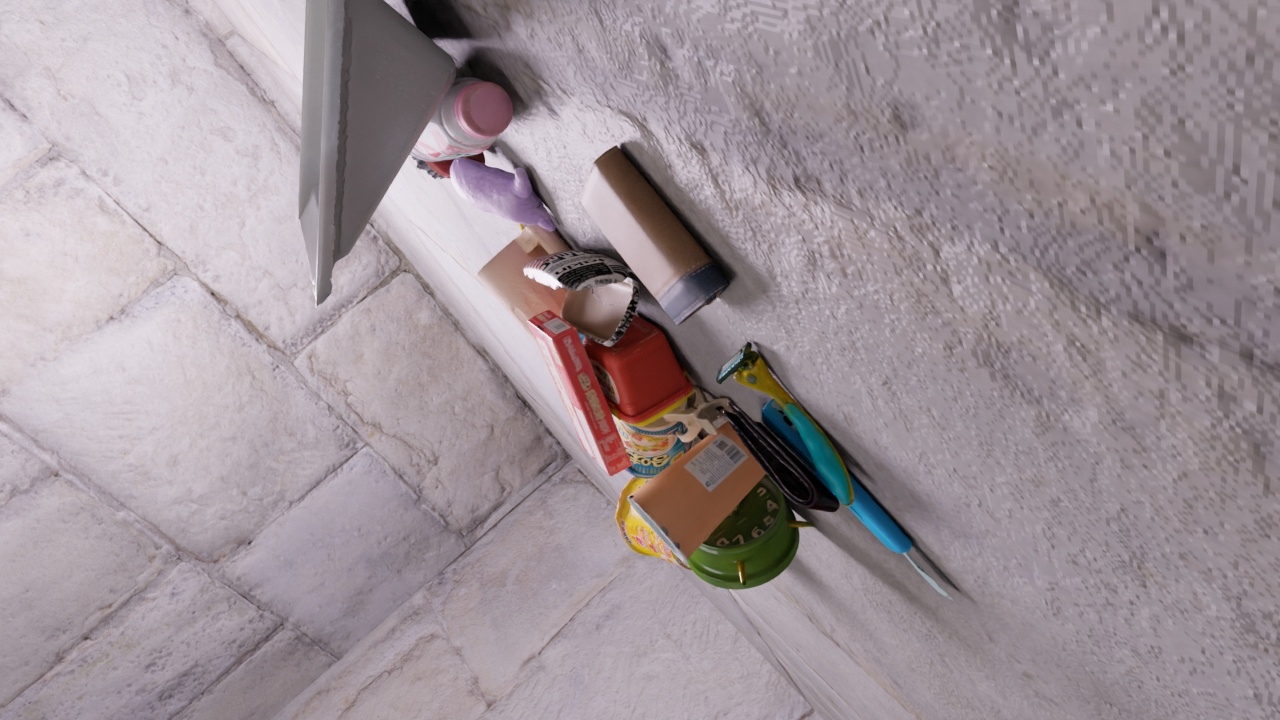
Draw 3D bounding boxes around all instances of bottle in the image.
[{"bbox_3d":[-0.152,-0.200,0.754,0.068,0.068,0.197,53,165,-24],"label":"bottle"}]

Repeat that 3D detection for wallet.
[{"bbox_3d":[0.109,0.077,0.704,0.096,0.020,0.122,50,-173,21],"label":"wallet"},{"bbox_3d":[0.007,-0.079,0.607,0.115,0.033,0.090,50,168,1],"label":"wallet"}]

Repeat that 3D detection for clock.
[{"bbox_3d":[0.084,0.153,0.909,0.161,0.116,0.056,35,152,44],"label":"clock"}]

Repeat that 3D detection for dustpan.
[{"bbox_3d":[-0.249,-0.216,0.707,0.142,0.258,0.222,32,-170,-33],"label":"dustpan"}]

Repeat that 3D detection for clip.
[{"bbox_3d":[0.065,0.042,0.855,0.035,0.082,0.105,52,148,-9],"label":"clip"}]

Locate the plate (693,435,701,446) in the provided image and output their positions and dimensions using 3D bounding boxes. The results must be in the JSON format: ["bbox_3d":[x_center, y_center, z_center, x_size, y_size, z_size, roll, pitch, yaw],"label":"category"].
[{"bbox_3d":[0.056,0.110,1.079,0.163,0.034,0.164,46,172,16],"label":"plate"}]

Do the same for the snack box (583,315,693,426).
[{"bbox_3d":[-0.005,0.005,0.857,0.091,0.082,0.080,33,148,56],"label":"snack box"}]

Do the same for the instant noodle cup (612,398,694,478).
[{"bbox_3d":[0.011,0.060,0.954,0.099,0.099,0.110,46,161,18],"label":"instant noodle cup"}]

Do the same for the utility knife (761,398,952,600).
[{"bbox_3d":[0.158,0.103,0.672,0.191,0.018,0.034,47,170,8],"label":"utility knife"}]

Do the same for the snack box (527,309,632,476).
[{"bbox_3d":[-0.057,0.030,0.858,0.075,0.025,0.153,34,149,62],"label":"snack box"}]

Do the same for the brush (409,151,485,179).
[{"bbox_3d":[-0.209,-0.237,0.883,0.069,0.063,0.146,-12,124,45],"label":"brush"}]

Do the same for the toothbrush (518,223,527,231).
[{"bbox_3d":[-0.128,-0.140,0.996,0.016,0.018,0.191,42,168,26],"label":"toothbrush"}]

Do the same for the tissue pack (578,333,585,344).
[{"bbox_3d":[-0.061,0.003,1.112,0.140,0.063,0.090,49,170,0],"label":"tissue pack"}]

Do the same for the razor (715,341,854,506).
[{"bbox_3d":[0.108,0.046,0.645,0.132,0.028,0.043,51,141,7],"label":"razor"}]

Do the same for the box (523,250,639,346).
[{"bbox_3d":[-0.048,-0.054,0.817,0.163,0.076,0.088,21,128,66],"label":"box"}]

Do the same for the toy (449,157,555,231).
[{"bbox_3d":[-0.136,-0.160,0.861,0.108,0.038,0.084,23,157,26],"label":"toy"}]

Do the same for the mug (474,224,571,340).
[{"bbox_3d":[-0.098,-0.083,0.945,0.103,0.084,0.125,49,144,-8],"label":"mug"}]

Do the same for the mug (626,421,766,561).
[{"bbox_3d":[0.058,0.113,0.836,0.078,0.122,0.078,47,171,10],"label":"mug"}]

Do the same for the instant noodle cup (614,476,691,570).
[{"bbox_3d":[0.054,0.211,1.219,0.138,0.137,0.110,54,162,-27],"label":"instant noodle cup"}]
